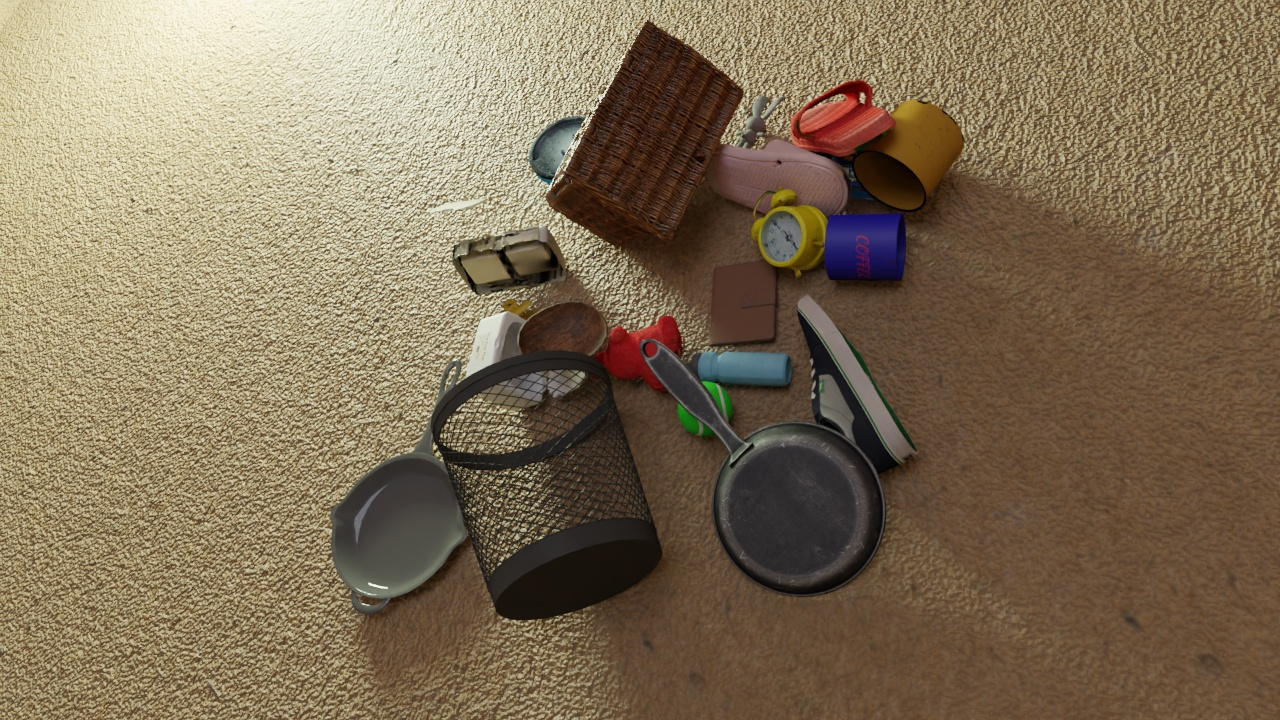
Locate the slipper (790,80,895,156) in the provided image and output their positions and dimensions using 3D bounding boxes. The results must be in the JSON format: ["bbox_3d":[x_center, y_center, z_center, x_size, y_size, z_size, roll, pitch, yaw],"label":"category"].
[{"bbox_3d":[0.242,-0.306,1.141,0.103,0.059,0.248,-31,19,4],"label":"slipper"}]

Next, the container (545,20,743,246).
[{"bbox_3d":[-0.010,-0.282,1.230,0.249,0.162,0.183,-64,16,-17],"label":"container"}]

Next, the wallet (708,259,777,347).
[{"bbox_3d":[0.132,-0.074,1.172,0.087,0.013,0.120,-7,59,22],"label":"wallet"}]

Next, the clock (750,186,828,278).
[{"bbox_3d":[0.185,-0.163,1.152,0.118,0.057,0.084,55,130,28],"label":"clock"}]

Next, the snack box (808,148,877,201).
[{"bbox_3d":[0.288,-0.252,1.198,0.150,0.027,0.082,15,69,28],"label":"snack box"}]

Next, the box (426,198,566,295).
[{"bbox_3d":[-0.193,-0.177,1.258,0.143,0.186,0.070,-9,58,10],"label":"box"}]

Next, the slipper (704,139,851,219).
[{"bbox_3d":[0.175,-0.238,1.199,0.222,0.107,0.055,19,53,36],"label":"slipper"}]

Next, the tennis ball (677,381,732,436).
[{"bbox_3d":[0.076,0.057,1.091,0.065,0.065,0.065,-10,59,17],"label":"tennis ball"}]

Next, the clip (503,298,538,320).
[{"bbox_3d":[-0.176,-0.069,1.288,0.054,0.044,0.049,-40,80,-1],"label":"clip"}]

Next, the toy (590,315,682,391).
[{"bbox_3d":[-0.007,0.007,1.149,0.133,0.088,0.094,-17,70,17],"label":"toy"}]

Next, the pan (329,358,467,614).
[{"bbox_3d":[-0.296,0.159,1.213,0.217,0.024,0.353,5,65,25],"label":"pan"}]

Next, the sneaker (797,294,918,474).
[{"bbox_3d":[0.221,0.027,1.043,0.079,0.084,0.235,-34,55,17],"label":"sneaker"}]

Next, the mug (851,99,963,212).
[{"bbox_3d":[0.319,-0.250,1.116,0.094,0.100,0.124,-51,25,-13],"label":"mug"}]

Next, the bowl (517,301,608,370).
[{"bbox_3d":[-0.096,-0.025,1.146,0.114,0.026,0.102,-28,56,-15],"label":"bowl"}]

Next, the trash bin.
[{"bbox_3d":[-0.102,0.145,1.033,0.218,0.218,0.227,-27,60,7],"label":"trash bin"}]

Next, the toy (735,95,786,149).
[{"bbox_3d":[0.162,-0.330,1.292,0.049,0.030,0.111,19,76,45],"label":"toy"}]

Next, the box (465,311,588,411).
[{"bbox_3d":[-0.132,-0.001,1.181,0.137,0.121,0.108,-13,56,41],"label":"box"}]

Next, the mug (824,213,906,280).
[{"bbox_3d":[0.278,-0.146,1.120,0.084,0.079,0.111,3,36,24],"label":"mug"}]

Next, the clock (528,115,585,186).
[{"bbox_3d":[-0.090,-0.294,1.359,0.161,0.060,0.116,32,77,31],"label":"clock"}]

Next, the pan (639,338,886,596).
[{"bbox_3d":[0.112,0.100,1.012,0.187,0.055,0.357,-46,72,10],"label":"pan"}]

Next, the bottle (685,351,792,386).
[{"bbox_3d":[0.116,0.010,1.116,0.130,0.040,0.040,2,63,23],"label":"bottle"}]
